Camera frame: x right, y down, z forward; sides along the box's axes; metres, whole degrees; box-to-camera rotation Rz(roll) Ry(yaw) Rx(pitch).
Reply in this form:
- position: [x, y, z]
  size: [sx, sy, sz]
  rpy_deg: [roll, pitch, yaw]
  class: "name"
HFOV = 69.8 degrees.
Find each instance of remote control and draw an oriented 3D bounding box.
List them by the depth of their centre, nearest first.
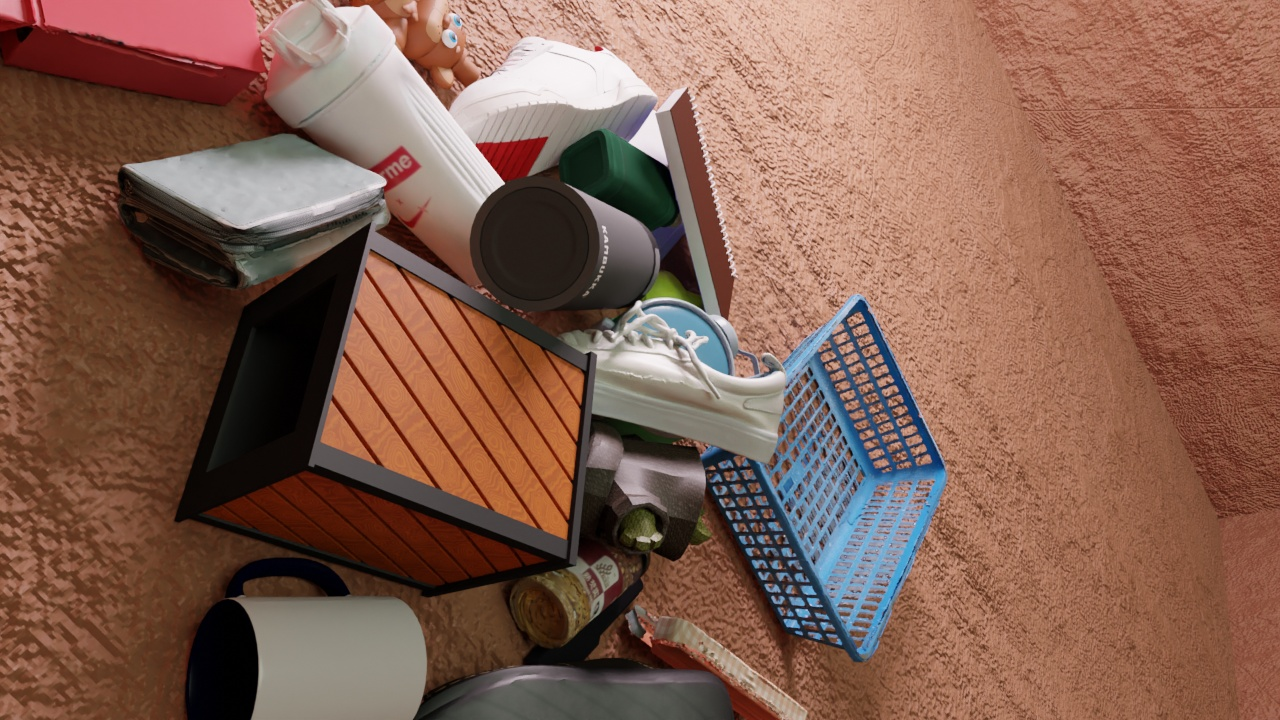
- position: [-0.038, 0.201, 0.701]
  size: [0.136, 0.015, 0.032]
  rpy_deg: [-34, 101, -52]
  class: "remote control"

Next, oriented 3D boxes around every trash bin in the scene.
- position: [-0.141, 0.042, 0.546]
  size: [0.171, 0.140, 0.139]
  rpy_deg: [31, 51, -39]
  class: "trash bin"

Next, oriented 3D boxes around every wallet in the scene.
- position: [-0.227, -0.094, 0.554]
  size: [0.100, 0.054, 0.131]
  rpy_deg: [29, 37, 15]
  class: "wallet"

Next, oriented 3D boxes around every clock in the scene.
- position: [0.032, 0.013, 0.799]
  size: [0.161, 0.075, 0.121]
  rpy_deg: [3, 76, -25]
  class: "clock"

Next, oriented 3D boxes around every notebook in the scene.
- position: [0.058, -0.151, 0.894]
  size: [0.171, 0.022, 0.209]
  rpy_deg: [-70, 147, -65]
  class: "notebook"

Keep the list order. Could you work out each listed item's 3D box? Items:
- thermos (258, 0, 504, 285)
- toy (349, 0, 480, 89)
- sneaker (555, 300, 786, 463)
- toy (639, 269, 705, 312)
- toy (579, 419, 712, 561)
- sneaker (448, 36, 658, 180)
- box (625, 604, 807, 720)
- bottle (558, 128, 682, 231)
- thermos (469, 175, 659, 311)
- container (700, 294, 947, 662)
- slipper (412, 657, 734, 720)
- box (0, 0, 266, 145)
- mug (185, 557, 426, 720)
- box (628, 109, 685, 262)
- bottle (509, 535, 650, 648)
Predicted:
- position: [-0.166, -0.153, 0.648]
  size: [0.220, 0.100, 0.099]
  rpy_deg: [48, 42, -32]
  class: "thermos"
- position: [-0.172, -0.266, 0.720]
  size: [0.127, 0.065, 0.094]
  rpy_deg: [37, 49, -42]
  class: "toy"
- position: [-0.004, 0.004, 0.694]
  size: [0.242, 0.089, 0.090]
  rpy_deg: [16, 88, -8]
  class: "sneaker"
- position: [0.030, -0.024, 0.868]
  size: [0.092, 0.046, 0.115]
  rpy_deg: [32, 58, -38]
  class: "toy"
- position: [-0.021, 0.091, 0.666]
  size: [0.152, 0.078, 0.179]
  rpy_deg: [18, 17, -10]
  class: "toy"
- position: [-0.092, -0.231, 0.795]
  size: [0.235, 0.091, 0.104]
  rpy_deg: [-28, 74, -45]
  class: "sneaker"
- position: [0.063, 0.258, 0.757]
  size: [0.187, 0.083, 0.042]
  rpy_deg: [45, 55, -31]
  class: "box"
- position: [-0.007, -0.150, 0.821]
  size: [0.131, 0.061, 0.061]
  rpy_deg: [19, 57, -48]
  class: "bottle"
- position: [-0.043, -0.078, 0.673]
  size: [0.240, 0.082, 0.082]
  rpy_deg: [-19, 89, -79]
  class: "thermos"
- position: [0.200, 0.111, 0.975]
  size: [0.361, 0.089, 0.257]
  rpy_deg: [-40, 105, -51]
  class: "container"
- position: [-0.053, 0.257, 0.609]
  size: [0.267, 0.076, 0.113]
  rpy_deg: [4, 73, -33]
  class: "slipper"
- position: [-0.320, -0.267, 0.546]
  size: [0.153, 0.165, 0.214]
  rpy_deg: [-14, 80, -9]
  class: "box"
- position: [-0.185, 0.156, 0.502]
  size: [0.096, 0.079, 0.112]
  rpy_deg: [15, 34, -47]
  class: "mug"
- position: [0.003, -0.172, 0.923]
  size: [0.129, 0.036, 0.209]
  rpy_deg: [53, 40, -14]
  class: "box"
- position: [-0.043, 0.162, 0.680]
  size: [0.105, 0.056, 0.056]
  rpy_deg: [-28, 95, -52]
  class: "bottle"
